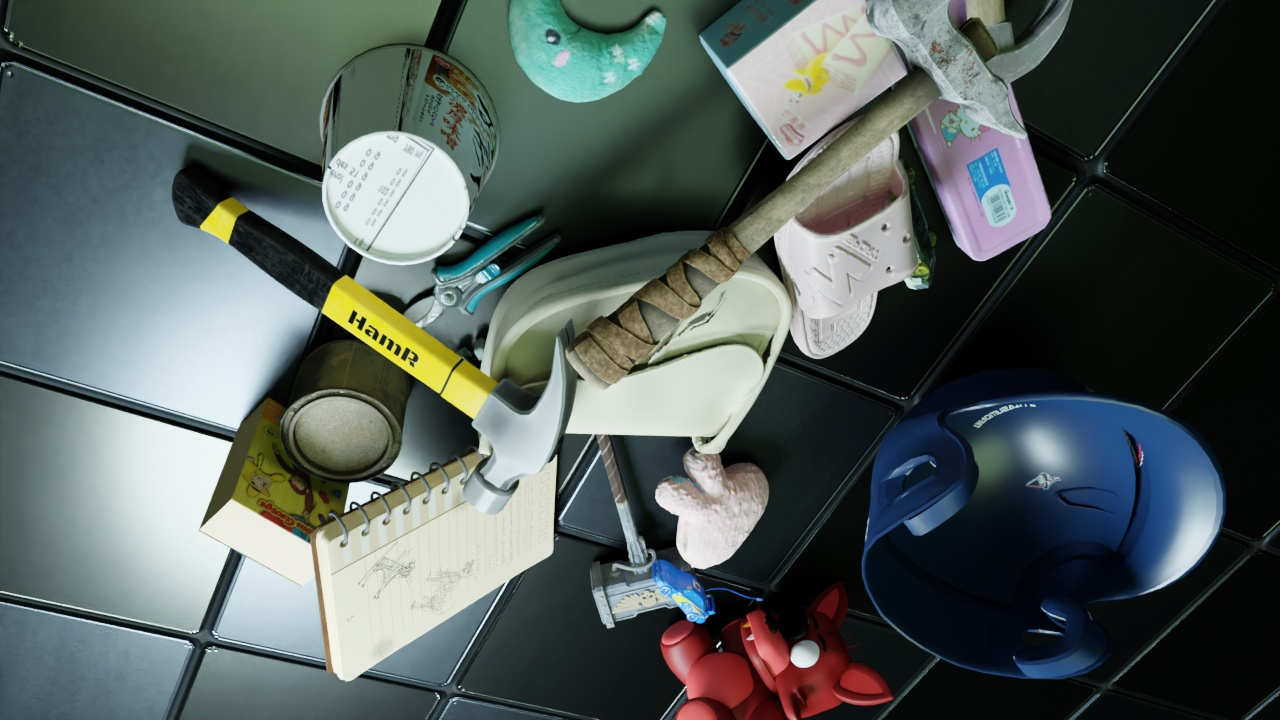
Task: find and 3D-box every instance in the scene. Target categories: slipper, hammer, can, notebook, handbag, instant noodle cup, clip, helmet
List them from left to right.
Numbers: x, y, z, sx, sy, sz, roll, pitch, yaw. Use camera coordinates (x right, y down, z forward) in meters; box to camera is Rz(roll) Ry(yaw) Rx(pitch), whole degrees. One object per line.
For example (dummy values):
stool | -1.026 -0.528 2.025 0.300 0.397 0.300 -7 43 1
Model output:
can | -0.230 0.040 0.723 0.090 0.074 0.090 -4 123 -6
hammer | -0.188 -0.032 0.641 0.324 0.034 0.170 35 124 -1
instant noodle cup | -0.153 -0.128 0.598 0.123 0.121 0.124 -4 123 -6
notebook | -0.158 0.148 0.755 0.224 0.024 0.168 -26 134 -41
clip | -0.121 0.018 0.757 0.044 0.023 0.076 -28 120 12
hammer | -0.022 0.106 0.821 0.098 0.044 0.322 -14 121 0
handbag | -0.004 0.004 0.687 0.229 0.131 0.184 2 115 -11
hammer | 0.084 -0.091 0.567 0.319 0.049 0.121 -40 110 10
slipper | 0.153 -0.068 0.671 0.094 0.064 0.240 -27 146 -10
hammer | 0.200 -0.329 0.562 0.119 0.030 0.331 -17 114 -3
helmet | 0.325 0.108 0.759 0.273 0.222 0.232 -25 113 43

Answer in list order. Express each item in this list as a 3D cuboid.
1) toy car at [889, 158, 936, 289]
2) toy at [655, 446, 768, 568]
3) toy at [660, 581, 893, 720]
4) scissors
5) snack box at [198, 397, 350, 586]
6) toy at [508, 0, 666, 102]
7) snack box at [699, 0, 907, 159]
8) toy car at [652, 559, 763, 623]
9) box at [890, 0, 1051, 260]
toy car | 0.205 -0.105 0.716 0.033 0.047 0.105 -5 131 33
toy | 0.064 0.128 0.829 0.108 0.053 0.105 -46 118 -9
toy | 0.127 0.302 0.899 0.197 0.158 0.120 -25 117 6
scissors | -0.131 -0.068 0.703 0.136 0.019 0.138 2 123 -8
snack box | -0.281 0.101 0.723 0.040 0.125 0.088 -40 120 16
toy | -0.043 -0.218 0.613 0.105 0.033 0.085 27 104 -22
snack box | 0.105 -0.203 0.607 0.095 0.093 0.079 -35 121 12
toy car | 0.061 0.207 0.843 0.062 0.033 0.092 -33 117 18
box | 0.243 -0.172 0.684 0.076 0.033 0.214 -30 122 9
